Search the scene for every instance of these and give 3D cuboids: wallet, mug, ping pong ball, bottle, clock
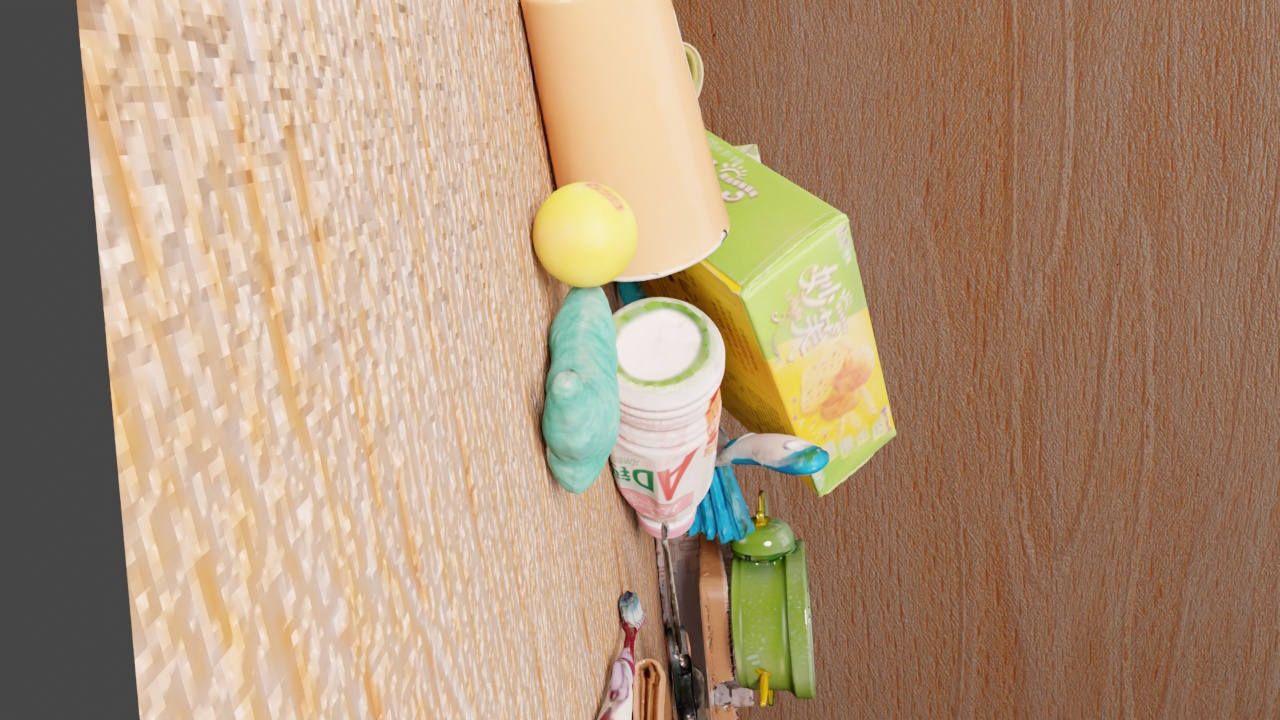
[{"bbox_3d":[0.009,0.249,0.547,0.101,0.020,0.115,80,10,-56],"label":"wallet"},{"bbox_3d":[-0.008,-0.107,0.401,0.078,0.078,0.123,-89,168,-53],"label":"mug"},{"bbox_3d":[-0.021,-0.048,0.352,0.040,0.040,0.040,-3,88,-85],"label":"ping pong ball"},{"bbox_3d":[0.012,0.046,0.537,0.197,0.068,0.068,86,2,-56],"label":"bottle"},{"bbox_3d":[0.101,0.180,0.703,0.116,0.056,0.161,62,26,-67],"label":"clock"}]

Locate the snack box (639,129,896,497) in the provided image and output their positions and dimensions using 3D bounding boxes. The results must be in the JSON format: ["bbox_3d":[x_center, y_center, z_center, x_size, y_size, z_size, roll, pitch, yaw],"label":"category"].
[{"bbox_3d":[0.066,-0.031,0.560,0.157,0.070,0.210,45,-11,41],"label":"snack box"}]

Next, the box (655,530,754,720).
[{"bbox_3d":[0.060,0.231,0.805,0.259,0.082,0.177,-66,150,-81],"label":"box"}]

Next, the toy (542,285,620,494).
[{"bbox_3d":[-0.022,0.011,0.360,0.097,0.030,0.091,89,3,-47],"label":"toy"}]

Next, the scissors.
[{"bbox_3d":[0.030,0.198,0.565,0.235,0.022,0.148,83,-1,-56],"label":"scissors"}]

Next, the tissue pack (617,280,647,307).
[{"bbox_3d":[0.001,-0.109,0.637,0.093,0.050,0.134,-88,171,-45],"label":"tissue pack"}]

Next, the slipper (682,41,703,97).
[{"bbox_3d":[0.020,-0.260,0.874,0.190,0.081,0.092,-66,154,-75],"label":"slipper"}]

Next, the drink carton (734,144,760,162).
[{"bbox_3d":[0.048,-0.161,0.838,0.054,0.122,0.045,78,7,-52],"label":"drink carton"}]

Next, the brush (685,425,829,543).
[{"bbox_3d":[0.056,0.077,0.623,0.314,0.060,0.109,-153,-132,-71],"label":"brush"}]

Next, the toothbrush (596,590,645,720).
[{"bbox_3d":[-0.010,0.149,0.441,0.187,0.016,0.017,-53,130,-84],"label":"toothbrush"}]
